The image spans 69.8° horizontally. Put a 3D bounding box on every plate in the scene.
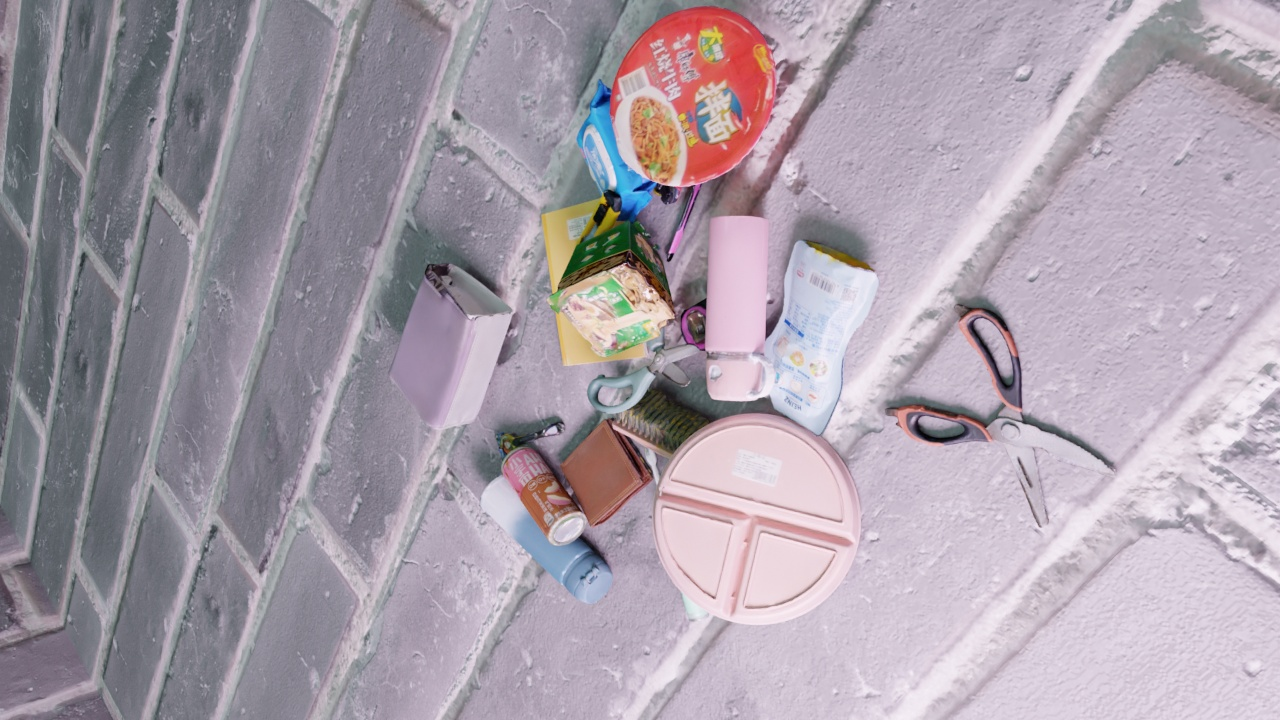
[{"bbox_3d":[0.121,0.169,0.996,0.230,0.028,0.229,-4,77,15],"label":"plate"}]

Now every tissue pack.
[{"bbox_3d":[-0.031,-0.243,1.084,0.157,0.052,0.095,68,160,9],"label":"tissue pack"}]

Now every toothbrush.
[{"bbox_3d":[0.041,0.214,1.139,0.026,0.027,0.224,-17,86,7],"label":"toothbrush"},{"bbox_3d":[0.063,-0.200,1.062,0.018,0.014,0.190,42,122,38],"label":"toothbrush"}]

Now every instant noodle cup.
[{"bbox_3d":[0.064,-0.278,0.996,0.194,0.065,0.193,-2,87,26],"label":"instant noodle cup"}]

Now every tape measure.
[{"bbox_3d":[0.074,-0.040,1.061,0.057,0.039,0.058,-26,81,38],"label":"tape measure"}]

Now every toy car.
[{"bbox_3d":[0.024,-0.234,1.071,0.049,0.031,0.106,135,117,-70],"label":"toy car"}]

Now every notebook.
[{"bbox_3d":[-0.062,-0.100,1.181,0.146,0.010,0.206,-7,93,40],"label":"notebook"}]

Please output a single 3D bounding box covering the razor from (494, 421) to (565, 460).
[{"bbox_3d":[-0.157,0.110,1.286,0.143,0.022,0.042,-20,87,39],"label":"razor"}]

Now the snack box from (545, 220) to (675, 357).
[{"bbox_3d":[-0.029,-0.090,1.074,0.118,0.118,0.105,-21,41,24],"label":"snack box"}]

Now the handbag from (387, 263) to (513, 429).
[{"bbox_3d":[-0.273,-0.022,1.308,0.145,0.098,0.197,39,121,26],"label":"handbag"}]

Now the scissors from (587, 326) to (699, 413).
[{"bbox_3d":[-0.007,0.009,1.091,0.179,0.019,0.173,-55,47,10],"label":"scissors"}]

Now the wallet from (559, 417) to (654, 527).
[{"bbox_3d":[-0.049,0.146,1.200,0.125,0.032,0.101,-46,66,34],"label":"wallet"}]

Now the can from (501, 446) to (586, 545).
[{"bbox_3d":[-0.132,0.181,1.234,0.147,0.057,0.058,46,123,40],"label":"can"}]

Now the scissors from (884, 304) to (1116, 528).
[{"bbox_3d":[0.343,0.051,0.877,0.223,0.015,0.189,19,109,34],"label":"scissors"}]

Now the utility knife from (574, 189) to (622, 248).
[{"bbox_3d":[-0.053,-0.158,1.108,0.033,0.015,0.155,59,152,11],"label":"utility knife"}]

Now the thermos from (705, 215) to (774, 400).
[{"bbox_3d":[0.111,-0.056,0.994,0.087,0.067,0.198,1,89,51],"label":"thermos"}]

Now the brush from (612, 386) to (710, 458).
[{"bbox_3d":[0.040,0.089,1.103,0.146,0.063,0.073,25,141,31],"label":"brush"}]

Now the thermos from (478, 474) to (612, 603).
[{"bbox_3d":[-0.129,0.245,1.259,0.220,0.070,0.070,37,119,28],"label":"thermos"}]

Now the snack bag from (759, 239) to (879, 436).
[{"bbox_3d":[0.182,-0.024,0.980,0.110,0.038,0.191,28,117,30],"label":"snack bag"}]
